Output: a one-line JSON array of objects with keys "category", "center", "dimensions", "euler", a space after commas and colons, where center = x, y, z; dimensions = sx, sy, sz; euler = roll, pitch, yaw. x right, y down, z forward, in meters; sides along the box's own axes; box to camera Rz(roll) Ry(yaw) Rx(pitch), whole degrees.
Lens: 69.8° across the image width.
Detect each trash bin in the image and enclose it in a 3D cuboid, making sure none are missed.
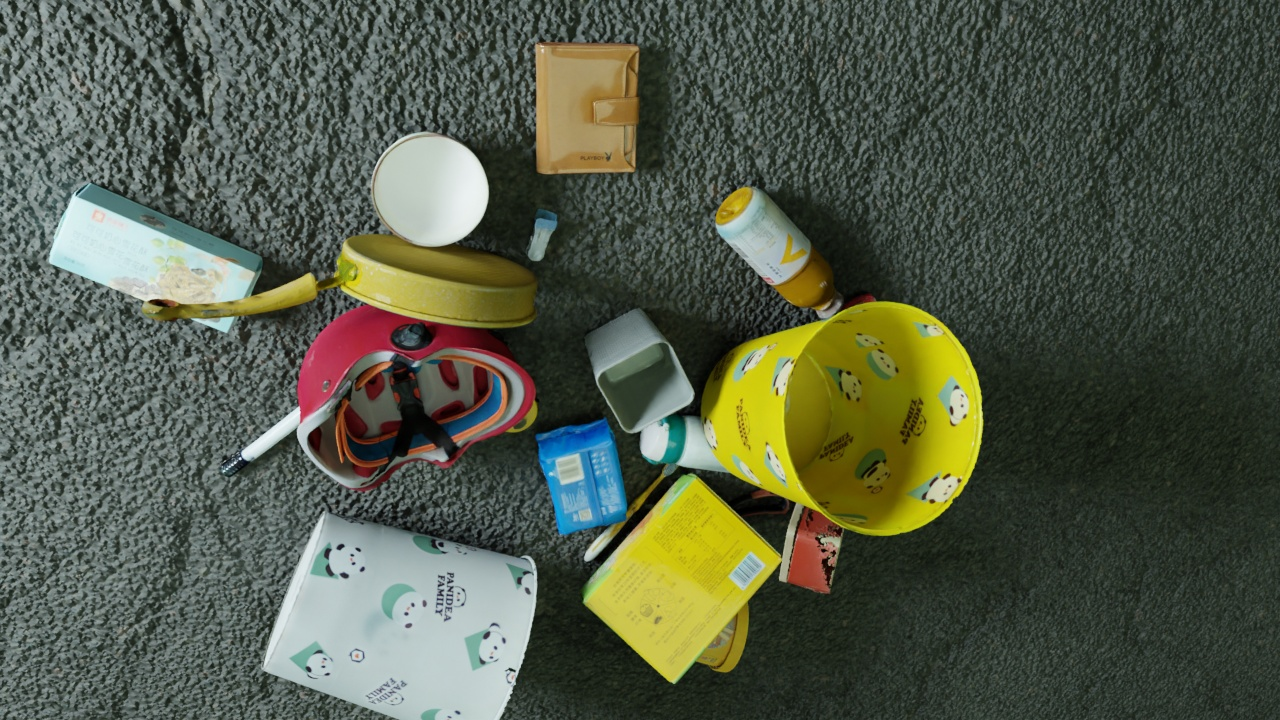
[{"category": "trash bin", "center": [-0.280, 0.302, 1.067], "dimensions": [0.251, 0.229, 0.230], "euler": [23, 108, -19]}, {"category": "trash bin", "center": [0.200, 0.060, 1.014], "dimensions": [0.229, 0.256, 0.229], "euler": [1, 88, -19]}]

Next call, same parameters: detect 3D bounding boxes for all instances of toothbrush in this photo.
[{"category": "toothbrush", "center": [-0.011, 0.195, 1.191], "dimensions": [0.016, 0.018, 0.191], "euler": [41, 102, -1]}]

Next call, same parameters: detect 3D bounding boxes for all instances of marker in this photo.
[{"category": "marker", "center": [-0.419, 0.087, 1.032], "dimensions": [0.131, 0.018, 0.022], "euler": [-37, 110, 6]}]

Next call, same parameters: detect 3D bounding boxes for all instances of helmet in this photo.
[{"category": "helmet", "center": [-0.244, 0.015, 0.965], "dimensions": [0.240, 0.143, 0.207], "euler": [-17, 146, -10]}]

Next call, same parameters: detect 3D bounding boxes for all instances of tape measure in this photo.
[{"category": "tape measure", "center": [-0.150, 0.058, 1.081], "dimensions": [0.060, 0.029, 0.057], "euler": [-33, 120, 3]}]

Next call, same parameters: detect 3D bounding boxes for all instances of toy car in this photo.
[{"category": "toy car", "center": [0.283, -0.034, 1.149], "dimensions": [0.049, 0.031, 0.106], "euler": [-24, 121, -1]}]

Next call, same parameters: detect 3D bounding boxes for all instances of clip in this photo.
[{"category": "clip", "center": [-0.110, -0.134, 1.002], "dimensions": [0.027, 0.045, 0.058], "euler": [12, 121, -23]}]

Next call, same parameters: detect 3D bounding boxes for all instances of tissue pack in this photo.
[{"category": "tissue pack", "center": [-0.070, 0.144, 1.132], "dimensions": [0.095, 0.052, 0.157], "euler": [-13, 118, -6]}]

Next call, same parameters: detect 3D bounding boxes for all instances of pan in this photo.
[{"category": "pan", "center": [-0.266, -0.067, 0.863], "dimensions": [0.356, 0.198, 0.078], "euler": [3, 108, -36]}]

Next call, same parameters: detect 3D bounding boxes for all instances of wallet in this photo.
[{"category": "wallet", "center": [-0.055, -0.259, 0.948], "dimensions": [0.107, 0.031, 0.132], "euler": [-3, 118, -12]}]

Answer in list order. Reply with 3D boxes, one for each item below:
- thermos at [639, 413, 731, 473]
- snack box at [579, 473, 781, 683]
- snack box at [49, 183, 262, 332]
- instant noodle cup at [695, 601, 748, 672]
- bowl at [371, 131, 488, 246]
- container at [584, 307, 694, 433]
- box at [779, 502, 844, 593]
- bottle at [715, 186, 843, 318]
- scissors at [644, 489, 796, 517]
[{"category": "thermos", "center": [0.110, 0.111, 1.156], "dimensions": [0.224, 0.073, 0.073], "euler": [10, 113, -18]}, {"category": "snack box", "center": [0.049, 0.270, 1.156], "dimensions": [0.157, 0.070, 0.210], "euler": [43, 83, -3]}, {"category": "snack box", "center": [-0.473, -0.099, 0.904], "dimensions": [0.174, 0.051, 0.074], "euler": [25, 108, -25]}, {"category": "instant noodle cup", "center": [0.071, 0.352, 1.242], "dimensions": [0.114, 0.118, 0.119], "euler": [14, 112, -12]}, {"category": "bowl", "center": [-0.213, -0.179, 0.927], "dimensions": [0.113, 0.062, 0.114], "euler": [-6, 119, -12]}, {"category": "container", "center": [-0.006, 0.006, 1.044], "dimensions": [0.090, 0.114, 0.090], "euler": [-28, 119, 0]}, {"category": "box", "center": [0.236, 0.214, 1.173], "dimensions": [0.080, 0.167, 0.091], "euler": [12, 117, 15]}, {"category": "bottle", "center": [0.165, -0.118, 1.054], "dimensions": [0.068, 0.068, 0.189], "euler": [-45, 118, 9]}, {"category": "scissors", "center": [0.109, 0.223, 1.239], "dimensions": [0.189, 0.015, 0.226], "euler": [-42, 119, 8]}]
